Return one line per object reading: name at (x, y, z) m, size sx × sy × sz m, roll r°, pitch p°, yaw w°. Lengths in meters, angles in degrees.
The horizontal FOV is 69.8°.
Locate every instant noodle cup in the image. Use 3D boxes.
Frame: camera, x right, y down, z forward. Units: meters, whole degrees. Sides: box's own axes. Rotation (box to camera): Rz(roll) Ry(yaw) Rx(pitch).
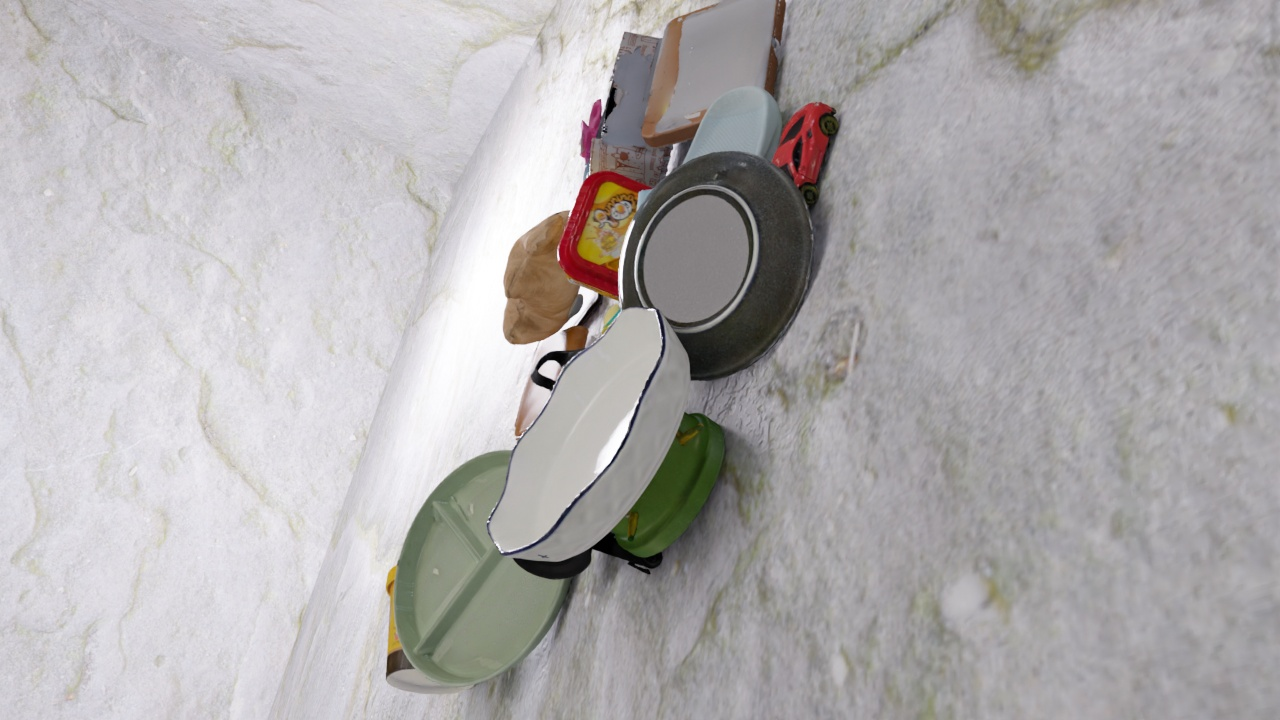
instant noodle cup at (-0.217, 0.286, 0.981) m, size 0.119 × 0.118 × 0.114 m, roll -47°, pitch 35°, yaw 44°
instant noodle cup at (-0.024, -0.116, 0.940) m, size 0.124 × 0.116 × 0.116 m, roll 148°, pitch 142°, yaw -77°

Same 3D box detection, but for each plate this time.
plate at (-0.152, 0.198, 0.892) m, size 0.231 × 0.027 × 0.229 m, roll -18°, pitch 57°, yaw 30°
plate at (-0.034, 0.056, 0.658) m, size 0.205 × 0.045 × 0.204 m, roll -47°, pitch 21°, yaw 24°
plate at (0.046, -0.074, 0.692) m, size 0.180 × 0.024 × 0.179 m, roll -10°, pitch 75°, yaw 39°

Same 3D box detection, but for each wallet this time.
wallet at (-0.080, -0.070, 1.159) m, size 0.123 × 0.020 × 0.096 m, roll -49°, pitch 31°, yaw 39°
wallet at (-0.114, 0.030, 1.101) m, size 0.119 × 0.035 × 0.130 m, roll -23°, pitch 47°, yaw 57°

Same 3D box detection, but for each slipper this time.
slipper at (0.049, -0.134, 0.769) m, size 0.104 × 0.074 × 0.245 m, roll 6°, pitch 68°, yaw 43°

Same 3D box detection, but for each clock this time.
clock at (0.000, 0.079, 0.696) m, size 0.116 × 0.056 × 0.161 m, roll -57°, pitch 18°, yaw -5°

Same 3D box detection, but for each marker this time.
marker at (-0.017, 0.151, 0.740) m, size 0.132 × 0.020 × 0.022 m, roll -8°, pitch 66°, yaw 67°

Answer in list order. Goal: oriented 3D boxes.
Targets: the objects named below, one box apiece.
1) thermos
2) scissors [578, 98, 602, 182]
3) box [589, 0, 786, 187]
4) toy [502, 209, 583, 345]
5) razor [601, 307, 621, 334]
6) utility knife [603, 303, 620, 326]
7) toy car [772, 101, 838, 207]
thermos at (-0.072, 0.078, 0.826) m, size 0.241 × 0.090 × 0.069 m, roll -83°, pitch 19°, yaw -53°
scissors at (-0.055, -0.221, 0.985) m, size 0.133 × 0.017 × 0.131 m, roll 92°, pitch -173°, yaw -65°
box at (0.031, -0.269, 0.955) m, size 0.272 × 0.132 × 0.179 m, roll -31°, pitch 39°, yaw 51°
toy at (-0.104, -0.111, 1.034) m, size 0.226 × 0.082 × 0.143 m, roll 105°, pitch -168°, yaw -58°
razor at (0.009, -0.070, 0.859) m, size 0.133 × 0.043 × 0.028 m, roll -49°, pitch 52°, yaw 12°
utility knife at (-0.029, -0.033, 0.940) m, size 0.031 × 0.021 × 0.208 m, roll -59°, pitch 5°, yaw 10°
toy car at (0.119, -0.148, 0.707) m, size 0.049 × 0.031 × 0.106 m, roll -17°, pitch 54°, yaw 67°
